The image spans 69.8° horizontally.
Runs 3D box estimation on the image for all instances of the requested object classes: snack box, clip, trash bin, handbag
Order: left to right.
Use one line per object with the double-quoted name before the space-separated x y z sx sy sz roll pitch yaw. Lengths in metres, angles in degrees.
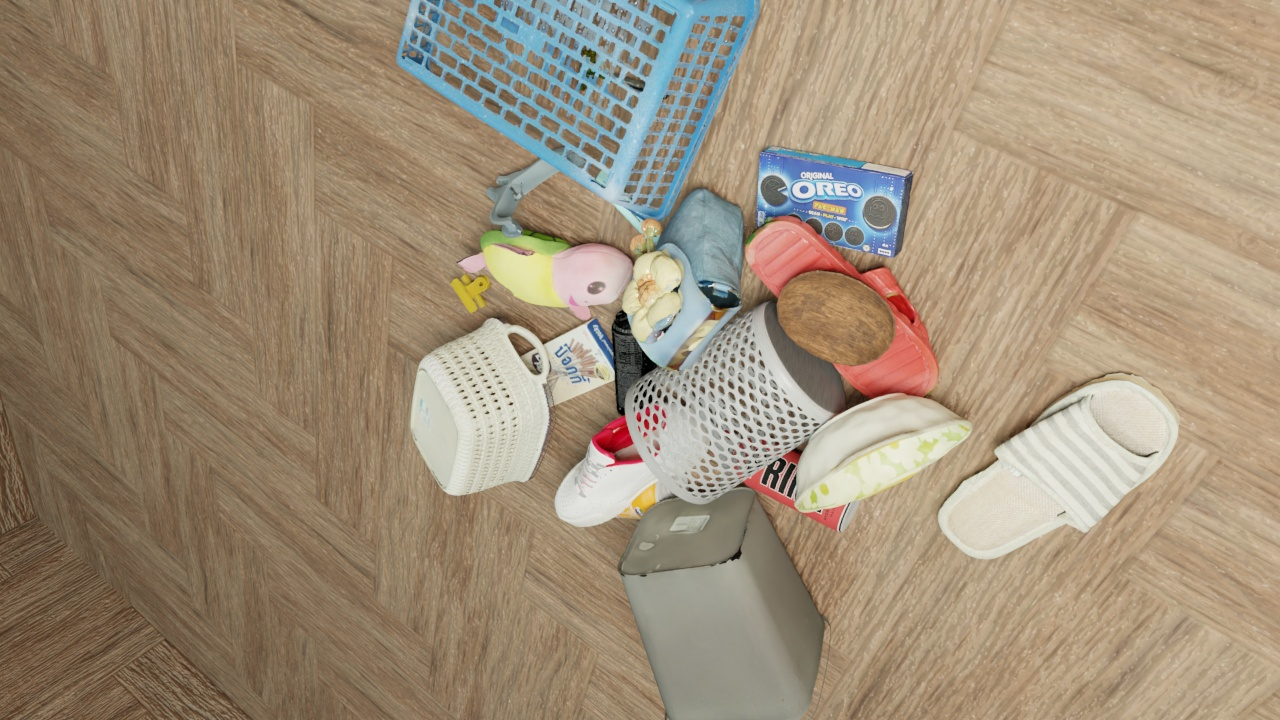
"clip" -0.228 -0.097 1.260 0.054 0.046 0.048 56 167 -3
"clip" -0.149 -0.178 1.065 0.173 0.163 0.031 -9 132 45
"snack box" -0.091 0.005 1.210 0.150 0.026 0.082 -23 99 44
"handbag" 0.042 -0.091 0.931 0.118 0.191 0.122 24 136 -16
"trash bin" 0.094 0.289 1.089 0.198 0.196 0.220 -14 111 25
"trash bin" 0.103 0.042 0.974 0.184 0.156 0.156 -35 91 29
"snack box" 0.186 -0.157 0.898 0.150 0.027 0.082 17 125 29

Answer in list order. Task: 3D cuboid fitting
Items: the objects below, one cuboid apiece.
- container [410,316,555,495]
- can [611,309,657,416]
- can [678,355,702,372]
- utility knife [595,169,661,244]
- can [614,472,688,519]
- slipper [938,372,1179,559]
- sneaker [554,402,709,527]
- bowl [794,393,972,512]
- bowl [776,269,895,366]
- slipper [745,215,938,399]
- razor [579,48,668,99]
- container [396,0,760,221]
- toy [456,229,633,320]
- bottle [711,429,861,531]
"container" -0.217 0.070 1.241 0.184 0.143 0.252 56 147 23
"can" -0.007 0.007 1.125 0.054 0.053 0.138 16 124 30
"can" 0.035 -0.039 1.065 0.055 0.054 0.101 -13 107 42
"utility knife" 0.001 -0.159 1.051 0.022 0.015 0.147 -43 87 13
"can" -0.014 0.168 1.209 0.143 0.078 0.079 -3 113 39
"slipper" 0.391 0.116 0.887 0.114 0.053 0.274 39 134 6
"sneaker" -0.036 0.122 1.120 0.237 0.104 0.090 -32 53 28
"bowl" 0.230 0.085 0.918 0.188 0.219 0.060 -27 68 9
"bowl" 0.189 -0.046 0.876 0.114 0.026 0.102 29 136 5
"slipper" 0.209 -0.056 0.917 0.249 0.058 0.104 45 135 -13
"razor" -0.017 -0.297 0.978 0.106 0.026 0.043 24 126 20
"container" -0.090 -0.328 0.935 0.362 0.089 0.258 35 121 17
"toy" -0.119 -0.110 1.116 0.239 0.087 0.190 7 157 35
"bottle" 0.165 0.131 1.061 0.177 0.062 0.062 25 128 24
